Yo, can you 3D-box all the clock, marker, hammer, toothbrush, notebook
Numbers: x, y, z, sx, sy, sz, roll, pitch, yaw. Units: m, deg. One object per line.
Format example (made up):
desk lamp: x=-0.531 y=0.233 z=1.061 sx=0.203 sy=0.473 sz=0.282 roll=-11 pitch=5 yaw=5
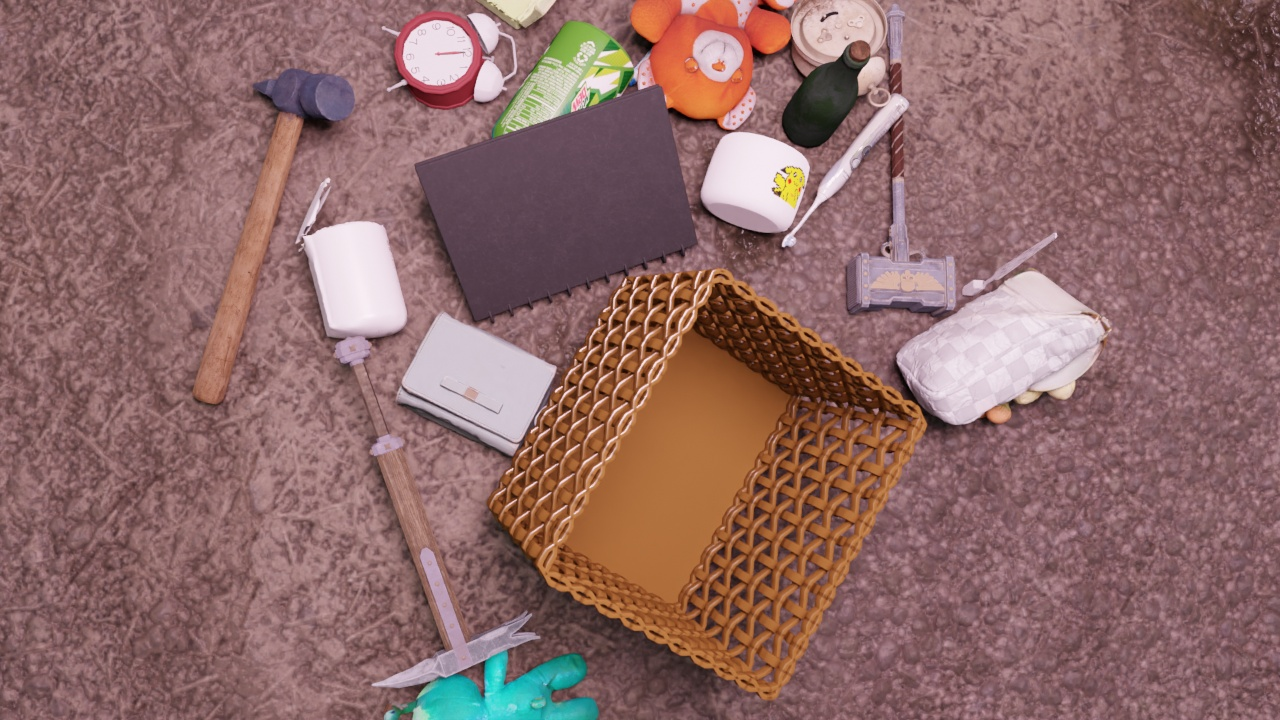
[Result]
clock: x=-0.184 y=-0.294 z=0.897 sx=0.124 sy=0.044 sz=0.087 roll=-6 pitch=85 yaw=-4
marker: x=0.031 y=-0.333 z=0.933 sx=0.013 sy=0.013 sz=0.141 roll=38 pitch=83 yaw=0
hammer: x=0.260 y=-0.207 z=0.926 sx=0.098 sy=0.044 sz=0.321 roll=2 pitch=82 yaw=-4
toothbrush: x=0.197 y=-0.185 z=0.901 sx=0.185 sy=0.022 sz=0.024 roll=-51 pitch=52 yaw=0
hammer: x=-0.360 y=-0.115 z=0.857 sx=0.129 sy=0.040 sz=0.321 roll=18 pitch=91 yaw=38
notebook: x=-0.070 y=-0.140 z=0.859 sx=0.231 sy=0.019 sz=0.169 roll=-20 pitch=122 yaw=-6
toothbrush: x=0.336 y=-0.087 z=0.847 sx=0.010 sy=0.182 sz=0.010 roll=4 pitch=79 yaw=-1
hammer: x=-0.214 y=0.129 z=0.825 sx=0.146 sy=0.028 sz=0.317 roll=-20 pitch=89 yaw=-19
clock: x=0.204 y=-0.304 z=0.915 sx=0.093 sy=0.055 sz=0.140 roll=-28 pitch=72 yaw=-6

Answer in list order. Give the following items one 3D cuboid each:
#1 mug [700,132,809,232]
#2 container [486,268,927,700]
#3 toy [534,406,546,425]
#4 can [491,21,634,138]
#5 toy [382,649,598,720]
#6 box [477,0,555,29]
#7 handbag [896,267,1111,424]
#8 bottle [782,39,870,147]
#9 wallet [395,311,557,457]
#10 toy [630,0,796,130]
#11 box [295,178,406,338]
mug: x=0.116 y=-0.165 z=0.889 sx=0.115 sy=0.094 sz=0.068 roll=24 pitch=84 yaw=-44
container: x=0.042 y=0.088 z=0.766 sx=0.219 sy=0.214 sz=0.251 roll=33 pitch=83 yaw=-18
toy: x=-0.065 y=0.066 z=0.870 sx=0.125 sy=0.037 sz=0.076 roll=-51 pitch=126 yaw=-2
can: x=-0.076 y=-0.243 z=0.881 sx=0.083 sy=0.083 sz=0.144 roll=33 pitch=83 yaw=-1
toy: x=-0.136 y=0.322 z=0.834 sx=0.193 sy=0.072 sz=0.130 roll=-12 pitch=80 yaw=-14
box: x=-0.074 y=-0.413 z=0.911 sx=0.133 sy=0.061 sz=0.188 roll=28 pitch=80 yaw=38
handbag: x=0.342 y=0.001 z=0.878 sx=0.171 sy=0.112 sz=0.123 roll=-30 pitch=122 yaw=5
bottle: x=0.178 y=-0.252 z=0.854 sx=0.055 sy=0.174 sz=0.055 roll=0 pitch=84 yaw=-4
wallet: x=-0.154 y=0.024 z=0.869 sx=0.131 sy=0.054 sz=0.100 roll=25 pitch=85 yaw=-5
toy: x=0.066 y=-0.320 z=0.889 sx=0.163 sy=0.093 sz=0.172 roll=7 pitch=94 yaw=-18
box: x=-0.276 y=-0.097 z=0.853 sx=0.091 sy=0.081 sz=0.159 roll=-11 pitch=84 yaw=-21
